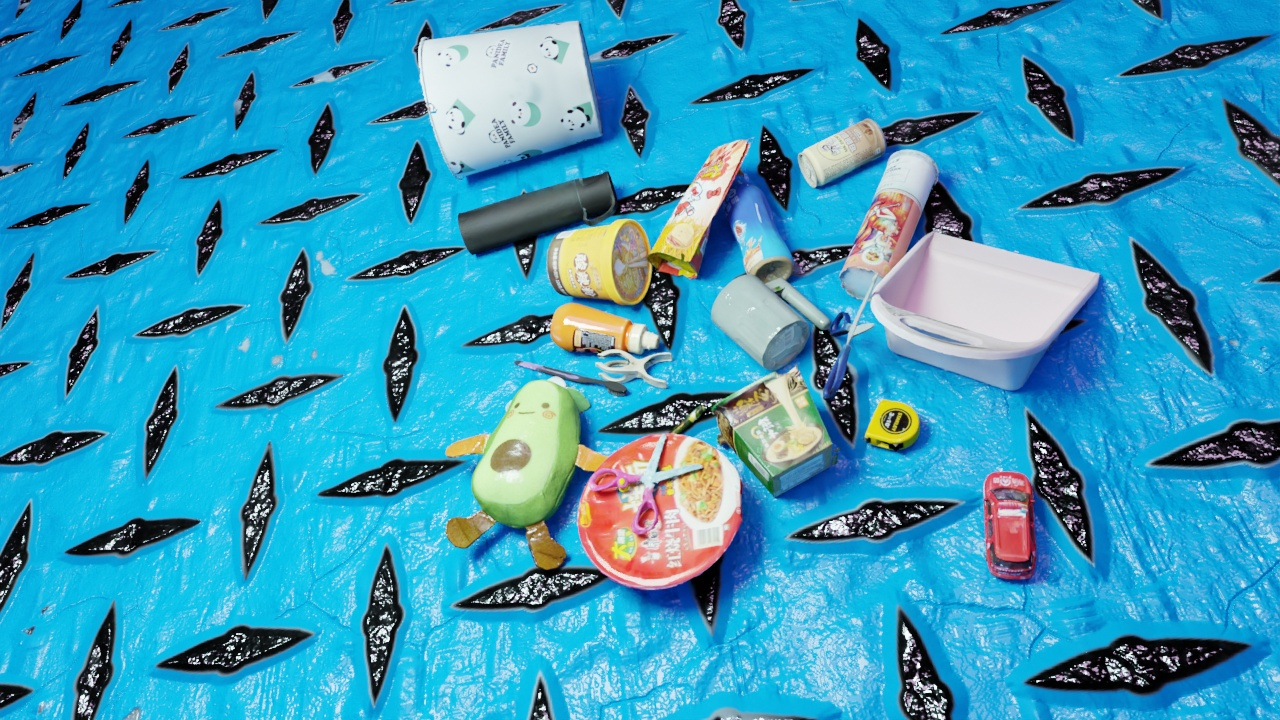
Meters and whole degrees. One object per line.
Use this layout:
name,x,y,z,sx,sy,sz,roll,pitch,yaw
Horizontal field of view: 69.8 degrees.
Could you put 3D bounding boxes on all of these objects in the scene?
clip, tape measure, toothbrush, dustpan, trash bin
clip,-0.009,0.011,1.220,0.100,0.035,0.070,4,56,10
tape measure,0.297,0.078,1.072,0.057,0.029,0.059,15,61,28
toothbrush,0.010,0.115,1.146,0.185,0.017,0.012,-40,17,-13
toothbrush,-0.097,0.023,1.254,0.189,0.017,0.014,13,49,29
dustpan,0.401,-0.081,1.084,0.223,0.139,0.272,19,63,29
trash bin,-0.202,-0.431,1.489,0.252,0.230,0.229,-11,53,4

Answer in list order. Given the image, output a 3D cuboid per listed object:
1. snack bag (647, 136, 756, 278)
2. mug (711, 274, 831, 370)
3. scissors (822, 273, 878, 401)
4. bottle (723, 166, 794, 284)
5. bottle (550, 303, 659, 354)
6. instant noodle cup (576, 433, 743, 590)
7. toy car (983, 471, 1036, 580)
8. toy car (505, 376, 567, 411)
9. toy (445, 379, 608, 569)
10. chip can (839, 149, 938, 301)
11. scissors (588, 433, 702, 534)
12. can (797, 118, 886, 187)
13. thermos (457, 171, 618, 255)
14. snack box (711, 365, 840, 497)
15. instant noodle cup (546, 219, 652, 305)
snack bag,0.088,-0.220,1.303,0.207,0.073,0.129,-65,19,-12
mug,0.171,-0.055,1.184,0.123,0.084,0.103,-23,49,-25
scissors,0.251,-0.029,1.107,0.012,0.176,0.162,15,18,-2
bottle,0.157,-0.198,1.295,0.065,0.065,0.218,-18,52,5
bottle,-0.045,-0.037,1.250,0.149,0.067,0.066,11,59,16
instant noodle cup,0.028,0.183,1.061,0.194,0.066,0.193,-10,53,13
toy car,0.390,0.170,0.967,0.053,0.045,0.120,0,53,16
toy car,-0.138,0.053,1.230,0.090,0.034,0.043,-31,49,-7
toy,-0.141,0.128,1.141,0.227,0.090,0.246,6,61,13
chip can,0.332,-0.180,1.222,0.071,0.071,0.214,14,62,26
scissors,0.007,0.142,1.048,0.133,0.017,0.133,-13,50,4
can,0.292,-0.300,1.328,0.116,0.058,0.058,-27,52,-2
thermos,-0.156,-0.222,1.409,0.243,0.068,0.089,-15,47,7
snack box,0.159,0.089,1.064,0.117,0.118,0.105,-28,62,-4
instant noodle cup,-0.060,-0.138,1.294,0.115,0.118,0.118,3,56,28
